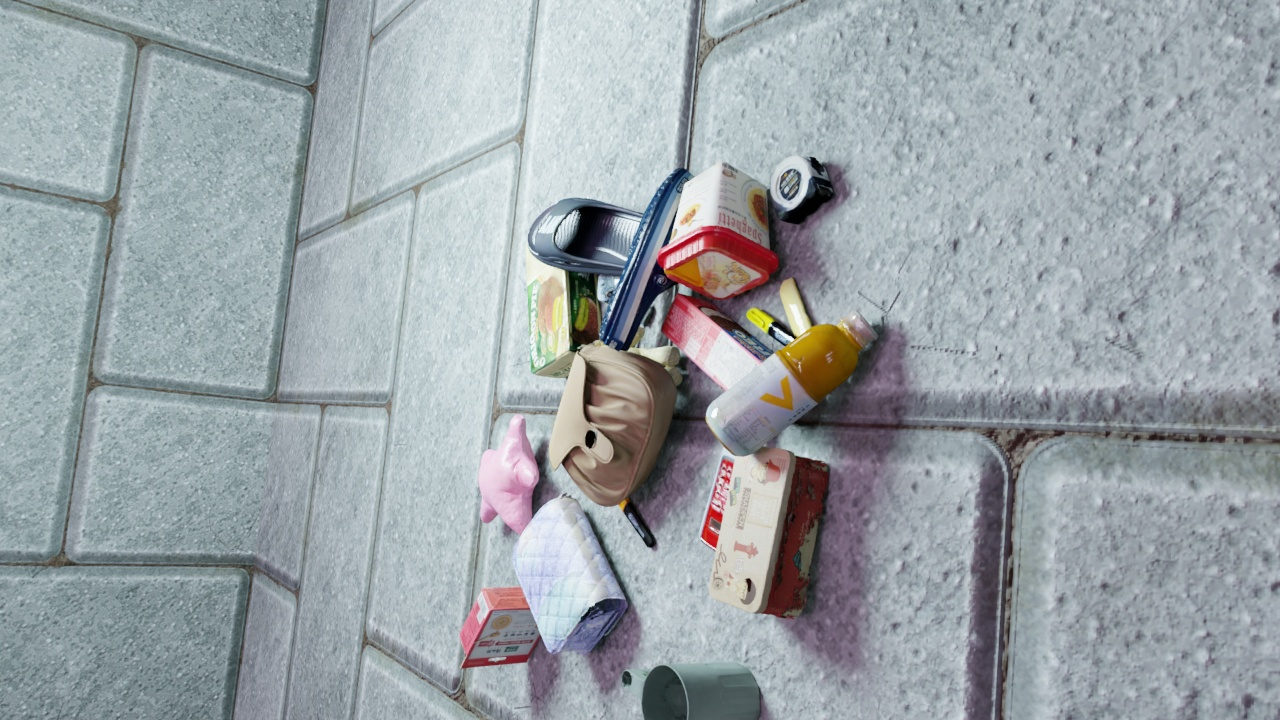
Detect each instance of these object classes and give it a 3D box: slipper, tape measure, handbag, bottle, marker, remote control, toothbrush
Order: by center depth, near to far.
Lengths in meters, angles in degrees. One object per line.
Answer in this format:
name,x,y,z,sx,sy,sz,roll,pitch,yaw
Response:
bottle,0.155,0.021,0.934,0.190,0.068,0.068,-39,47,10
tape measure,0.178,-0.194,1.023,0.066,0.033,0.066,-35,57,44
marker,0.153,-0.031,1.025,0.124,0.015,0.018,-133,49,-56
remote control,0.103,0.156,1.060,0.056,0.020,0.136,28,106,55
slipper,0.029,-0.123,1.145,0.252,0.095,0.105,-66,8,-12
handbag,-0.044,0.084,1.174,0.148,0.099,0.205,30,119,22
marker,-0.013,0.204,1.218,0.124,0.015,0.018,50,127,45
handbag,-0.099,0.298,1.269,0.134,0.075,0.193,-56,43,24
toothbrush,-0.020,0.007,1.275,0.017,0.014,0.189,36,112,39
slipper,-0.071,-0.182,1.277,0.268,0.083,0.110,16,82,39

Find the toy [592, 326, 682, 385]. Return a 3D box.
toy,-0.007,0.007,1.212,0.157,0.066,0.105,2,99,43

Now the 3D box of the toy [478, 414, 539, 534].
toy,-0.209,0.199,1.448,0.195,0.074,0.178,-47,49,43

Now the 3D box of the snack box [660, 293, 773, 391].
snack box,0.102,-0.008,1.068,0.207,0.057,0.058,46,117,49

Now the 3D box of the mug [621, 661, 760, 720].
mug,0.054,0.367,1.008,0.124,0.103,0.083,12,92,56

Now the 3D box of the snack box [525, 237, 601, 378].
snack box,-0.120,-0.102,1.398,0.115,0.063,0.239,-30,59,48

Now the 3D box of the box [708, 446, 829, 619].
box,0.142,0.180,0.962,0.091,0.079,0.168,2,78,56

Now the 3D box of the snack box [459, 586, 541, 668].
snack box,-0.199,0.392,1.353,0.127,0.113,0.044,-61,40,25

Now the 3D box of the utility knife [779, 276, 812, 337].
utility knife,0.179,-0.030,0.998,0.031,0.018,0.151,-44,51,38

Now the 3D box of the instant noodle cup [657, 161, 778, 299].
instant noodle cup,0.094,-0.153,1.075,0.117,0.116,0.124,-24,51,50

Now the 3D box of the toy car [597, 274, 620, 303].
toy car,-0.028,-0.112,1.299,0.106,0.031,0.049,-14,71,52
